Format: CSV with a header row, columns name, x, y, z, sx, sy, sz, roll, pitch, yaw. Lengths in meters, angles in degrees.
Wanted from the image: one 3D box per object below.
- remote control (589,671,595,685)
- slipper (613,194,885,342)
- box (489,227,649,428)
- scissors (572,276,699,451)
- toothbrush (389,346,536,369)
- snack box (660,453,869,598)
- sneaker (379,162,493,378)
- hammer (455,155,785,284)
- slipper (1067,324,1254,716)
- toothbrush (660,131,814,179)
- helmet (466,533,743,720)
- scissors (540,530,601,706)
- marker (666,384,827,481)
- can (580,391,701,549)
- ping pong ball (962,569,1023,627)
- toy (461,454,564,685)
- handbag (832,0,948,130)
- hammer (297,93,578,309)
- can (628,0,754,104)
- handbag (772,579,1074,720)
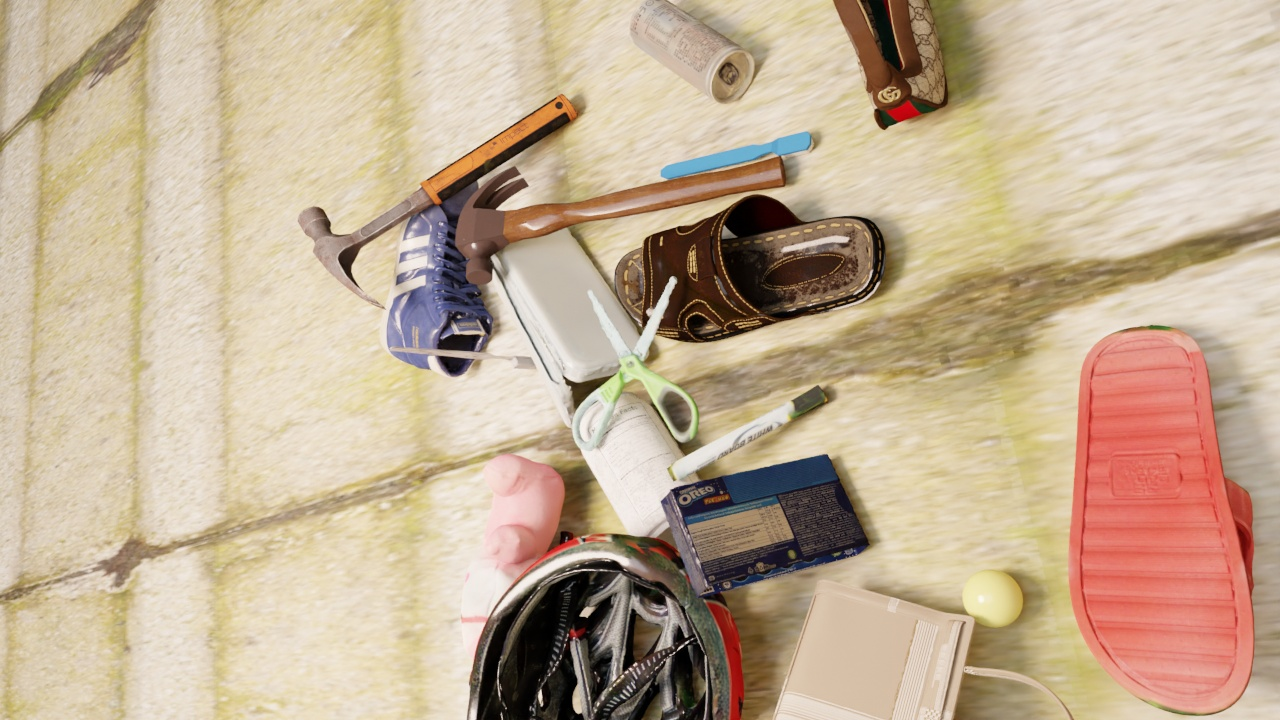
name,x,y,z,sx,sy,sz,roll,pitch,yaw
remote control,-0.028,0.251,0.859,0.046,0.009,0.124,4,83,37
slipper,0.079,-0.079,0.800,0.268,0.075,0.113,-4,79,36
box,-0.095,-0.031,0.933,0.215,0.106,0.125,58,140,33
scissors,-0.012,0.007,0.801,0.168,0.023,0.171,-41,64,15
toothbrush,-0.169,-0.002,0.904,0.010,0.181,0.010,-42,62,29
snack box,0.097,0.125,0.709,0.082,0.150,0.027,69,151,27
sneaker,-0.206,-0.093,1.005,0.118,0.091,0.233,28,99,41
hammer,-0.026,-0.147,0.864,0.323,0.033,0.115,-8,61,18
slipper,0.332,0.099,0.591,0.104,0.059,0.248,-12,59,36
toothbrush,0.087,-0.189,0.858,0.167,0.014,0.016,-4,79,40
helmet,-0.022,0.260,0.747,0.217,0.166,0.272,22,105,16
scissors,-0.068,0.254,0.878,0.180,0.015,0.187,-44,50,36
marker,0.089,0.062,0.767,0.146,0.017,0.017,-29,63,3
can,0.002,0.100,0.822,0.078,0.078,0.136,-46,58,21
ping pong ball,0.249,0.168,0.649,0.040,0.040,0.040,-8,77,35
toy,-0.123,0.201,0.876,0.084,0.142,0.213,8,76,0
handbag,0.186,-0.270,0.718,0.063,0.138,0.166,-16,71,32
hammer,-0.200,-0.179,0.974,0.314,0.035,0.137,-33,73,-2
can,0.046,-0.300,0.881,0.135,0.054,0.054,45,108,33
handbag,0.184,0.242,0.601,0.198,0.062,0.175,-9,44,45
